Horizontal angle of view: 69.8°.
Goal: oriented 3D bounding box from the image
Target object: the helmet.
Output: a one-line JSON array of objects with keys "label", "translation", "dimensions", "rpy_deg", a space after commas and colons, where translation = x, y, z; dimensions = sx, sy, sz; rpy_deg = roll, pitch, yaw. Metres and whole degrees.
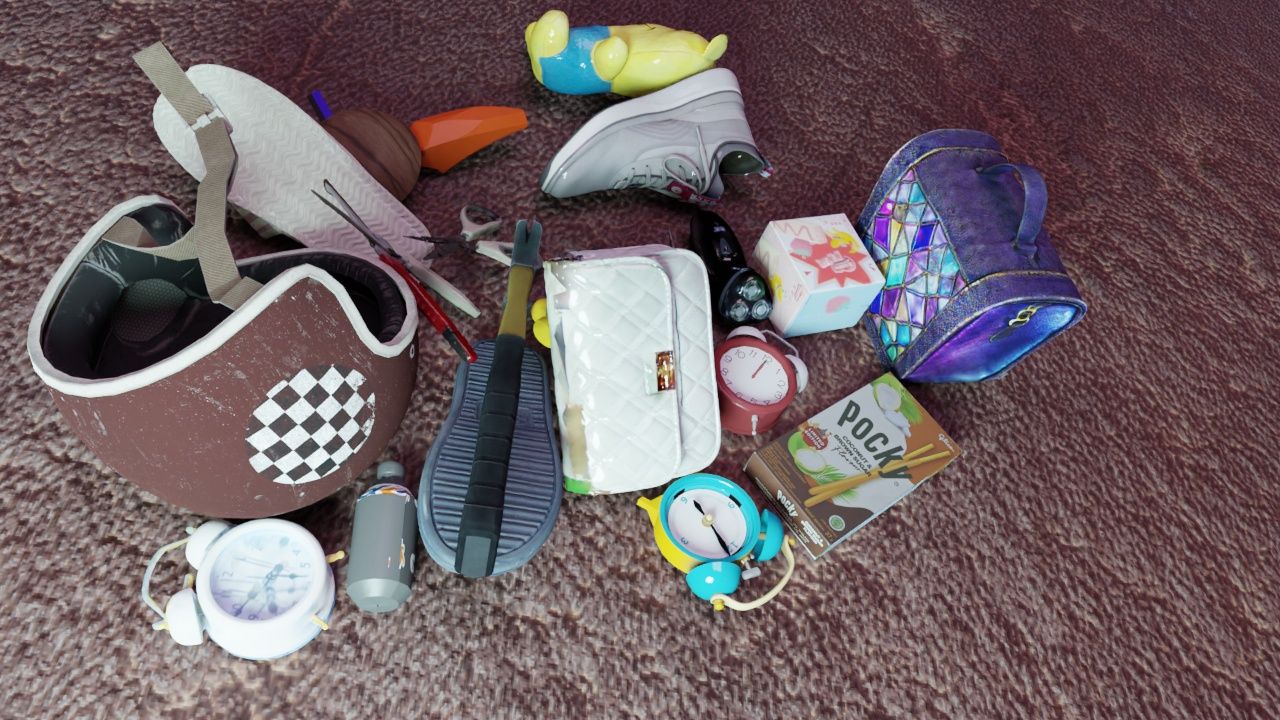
[{"label": "helmet", "translation": [-0.277, -0.022, 0.626], "dimensions": [0.233, 0.254, 0.233], "rpy_deg": [23, 64, 32]}]

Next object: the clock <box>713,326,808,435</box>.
[{"label": "clock", "translation": [0.105, 0.016, 0.852], "dimensions": [0.087, 0.044, 0.124], "rpy_deg": [36, 54, 9]}]

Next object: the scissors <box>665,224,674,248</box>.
[{"label": "scissors", "translation": [0.041, -0.068, 0.875], "dimensions": [0.141, 0.014, 0.165], "rpy_deg": [7, 56, -62]}]

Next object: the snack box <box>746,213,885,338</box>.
[{"label": "snack box", "translation": [0.174, -0.086, 0.926], "dimensions": [0.092, 0.080, 0.094], "rpy_deg": [-9, 59, -23]}]

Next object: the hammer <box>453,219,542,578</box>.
[{"label": "hammer", "translation": [-0.099, 0.010, 0.673], "dimensions": [0.025, 0.118, 0.332], "rpy_deg": [9, 38, -8]}]

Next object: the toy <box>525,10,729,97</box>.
[{"label": "toy", "translation": [-0.020, -0.332, 1.018], "dimensions": [0.214, 0.084, 0.149], "rpy_deg": [5, 14, -10]}]

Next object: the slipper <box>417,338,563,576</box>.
[{"label": "slipper", "translation": [-0.115, 0.082, 0.720], "dimensions": [0.101, 0.083, 0.263], "rpy_deg": [10, 33, -10]}]

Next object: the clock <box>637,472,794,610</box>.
[{"label": "clock", "translation": [0.064, 0.144, 0.751], "dimensions": [0.098, 0.044, 0.129], "rpy_deg": [-31, 62, -33]}]

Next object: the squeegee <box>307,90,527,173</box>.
[{"label": "squeegee", "translation": [-0.199, -0.217, 0.914], "dimensions": [0.184, 0.055, 0.249], "rpy_deg": [-24, 65, -22]}]

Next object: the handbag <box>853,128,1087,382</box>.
[{"label": "handbag", "translation": [0.314, -0.099, 0.889], "dimensions": [0.125, 0.223, 0.204], "rpy_deg": [0, 57, -19]}]

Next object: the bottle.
[{"label": "bottle", "translation": [-0.188, 0.127, 0.676], "dimensions": [0.047, 0.047, 0.112], "rpy_deg": [6, 54, -14]}]

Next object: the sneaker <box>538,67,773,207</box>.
[{"label": "sneaker", "translation": [0.020, -0.206, 0.960], "dimensions": [0.262, 0.097, 0.128], "rpy_deg": [-27, 81, -25]}]

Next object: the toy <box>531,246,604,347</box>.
[{"label": "toy", "translation": [-0.026, -0.038, 0.820], "dimensions": [0.119, 0.100, 0.097], "rpy_deg": [33, 11, -17]}]

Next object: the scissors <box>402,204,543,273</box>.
[{"label": "scissors", "translation": [-0.146, -0.105, 0.835], "dimensions": [0.153, 0.013, 0.163], "rpy_deg": [28, 25, -22]}]

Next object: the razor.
[{"label": "razor", "translation": [0.087, -0.098, 0.916], "dimensions": [0.053, 0.064, 0.140], "rpy_deg": [-7, 59, -23]}]

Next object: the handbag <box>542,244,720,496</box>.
[{"label": "handbag", "translation": [-0.004, 0.004, 0.744], "dimensions": [0.138, 0.072, 0.195], "rpy_deg": [-11, 101, -23]}]

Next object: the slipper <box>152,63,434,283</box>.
[{"label": "slipper", "translation": [-0.299, -0.151, 0.809], "dimensions": [0.263, 0.052, 0.115], "rpy_deg": [38, 92, -8]}]

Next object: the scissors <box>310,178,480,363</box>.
[{"label": "scissors", "translation": [-0.186, -0.070, 0.758], "dimensions": [0.015, 0.179, 0.199], "rpy_deg": [-42, 77, 6]}]

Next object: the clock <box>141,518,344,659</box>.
[{"label": "clock", "translation": [-0.272, 0.154, 0.629], "dimensions": [0.125, 0.052, 0.088], "rpy_deg": [7, 55, -10]}]

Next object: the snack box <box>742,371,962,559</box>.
[{"label": "snack box", "translation": [0.195, 0.090, 0.836], "dimensions": [0.185, 0.032, 0.101], "rpy_deg": [-26, 66, -31]}]

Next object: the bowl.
[{"label": "bowl", "translation": [-0.269, -0.192, 0.860], "dimensions": [0.119, 0.032, 0.119], "rpy_deg": [-1, 72, 2]}]
